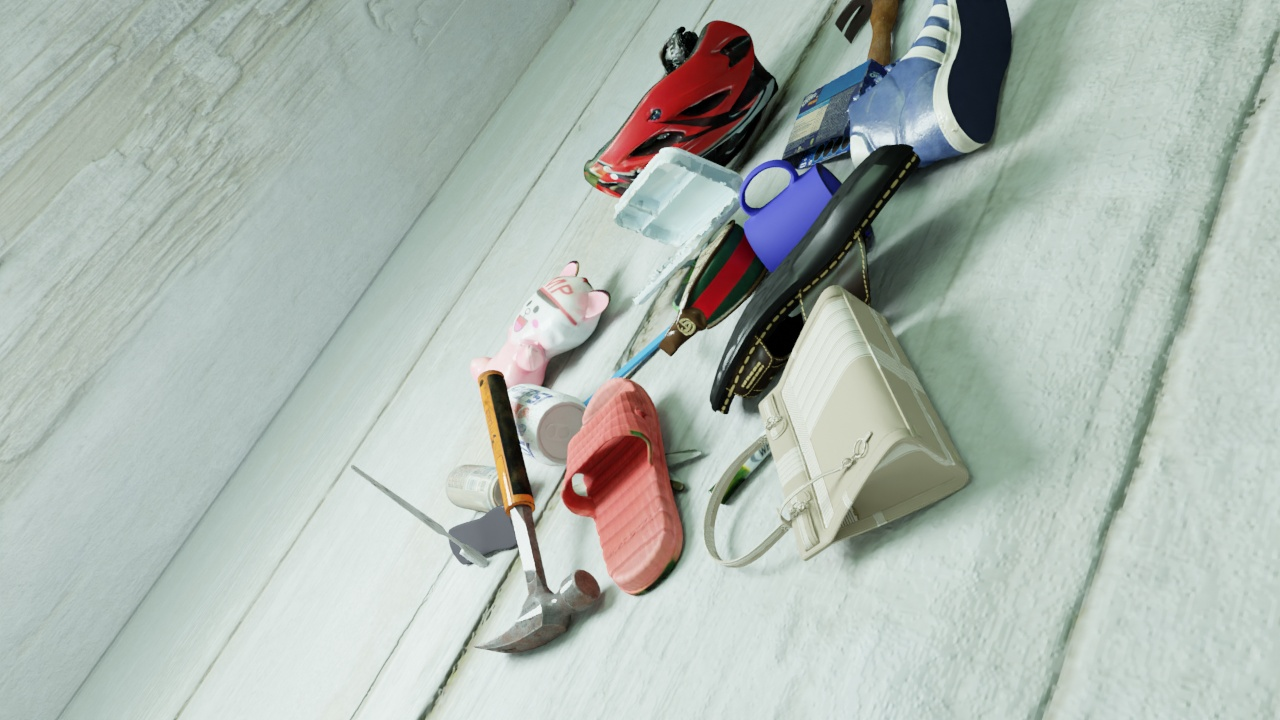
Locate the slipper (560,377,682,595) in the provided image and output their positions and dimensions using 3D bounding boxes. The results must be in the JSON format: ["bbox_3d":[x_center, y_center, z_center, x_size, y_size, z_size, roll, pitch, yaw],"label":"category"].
[{"bbox_3d":[-0.026,0.098,0.822,0.104,0.059,0.248,-43,33,20],"label":"slipper"}]

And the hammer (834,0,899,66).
[{"bbox_3d":[0.262,-0.342,1.012,0.116,0.033,0.322,-26,34,40],"label":"hammer"}]

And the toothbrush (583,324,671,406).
[{"bbox_3d":[-0.006,0.006,1.011,0.167,0.014,0.016,-41,25,11],"label":"toothbrush"}]

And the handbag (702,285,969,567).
[{"bbox_3d":[0.113,0.072,0.655,0.198,0.062,0.175,-48,26,25],"label":"handbag"}]

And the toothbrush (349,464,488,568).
[{"bbox_3d":[-0.234,0.166,0.968,0.010,0.181,0.010,-34,23,40],"label":"toothbrush"}]

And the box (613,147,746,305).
[{"bbox_3d":[0.030,-0.123,0.967,0.216,0.106,0.124,148,136,-73],"label":"box"}]

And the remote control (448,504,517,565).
[{"bbox_3d":[-0.171,0.191,0.999,0.125,0.046,0.009,-28,-6,42],"label":"remote control"}]

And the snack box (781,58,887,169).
[{"bbox_3d":[0.197,-0.249,0.943,0.082,0.027,0.150,-67,15,-2],"label":"snack box"}]

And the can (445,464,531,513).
[{"bbox_3d":[-0.175,0.147,1.049,0.136,0.054,0.054,-8,48,58],"label":"can"}]

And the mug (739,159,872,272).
[{"bbox_3d":[0.139,-0.131,0.824,0.084,0.111,0.079,-38,14,26],"label":"mug"}]

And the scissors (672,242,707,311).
[{"bbox_3d":[0.074,-0.116,1.045,0.168,0.023,0.171,-38,26,38],"label":"scissors"}]

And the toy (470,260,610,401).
[{"bbox_3d":[-0.129,-0.028,1.185,0.213,0.084,0.142,-50,26,5],"label":"toy"}]

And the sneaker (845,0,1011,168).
[{"bbox_3d":[0.257,-0.258,0.837,0.119,0.091,0.232,-25,43,49],"label":"sneaker"}]

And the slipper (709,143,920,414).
[{"bbox_3d":[0.147,-0.055,0.754,0.268,0.076,0.112,-54,3,23],"label":"slipper"}]

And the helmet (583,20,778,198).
[{"bbox_3d":[0.046,-0.303,1.161,0.272,0.167,0.217,-44,9,-1],"label":"helmet"}]

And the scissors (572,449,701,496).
[{"bbox_3d":[-0.013,0.100,0.880,0.180,0.015,0.187,-40,26,21],"label":"scissors"}]

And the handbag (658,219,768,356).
[{"bbox_3d":[0.066,-0.066,0.893,0.139,0.063,0.166,-49,5,19],"label":"handbag"}]

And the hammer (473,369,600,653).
[{"bbox_3d":[-0.129,0.135,0.897,0.138,0.035,0.314,-43,43,22],"label":"hammer"}]

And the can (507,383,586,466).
[{"bbox_3d":[-0.107,0.070,1.010,0.078,0.078,0.136,-56,24,-12],"label":"can"}]

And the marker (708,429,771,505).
[{"bbox_3d":[0.107,0.056,0.727,0.146,0.017,0.017,-49,24,5],"label":"marker"}]
